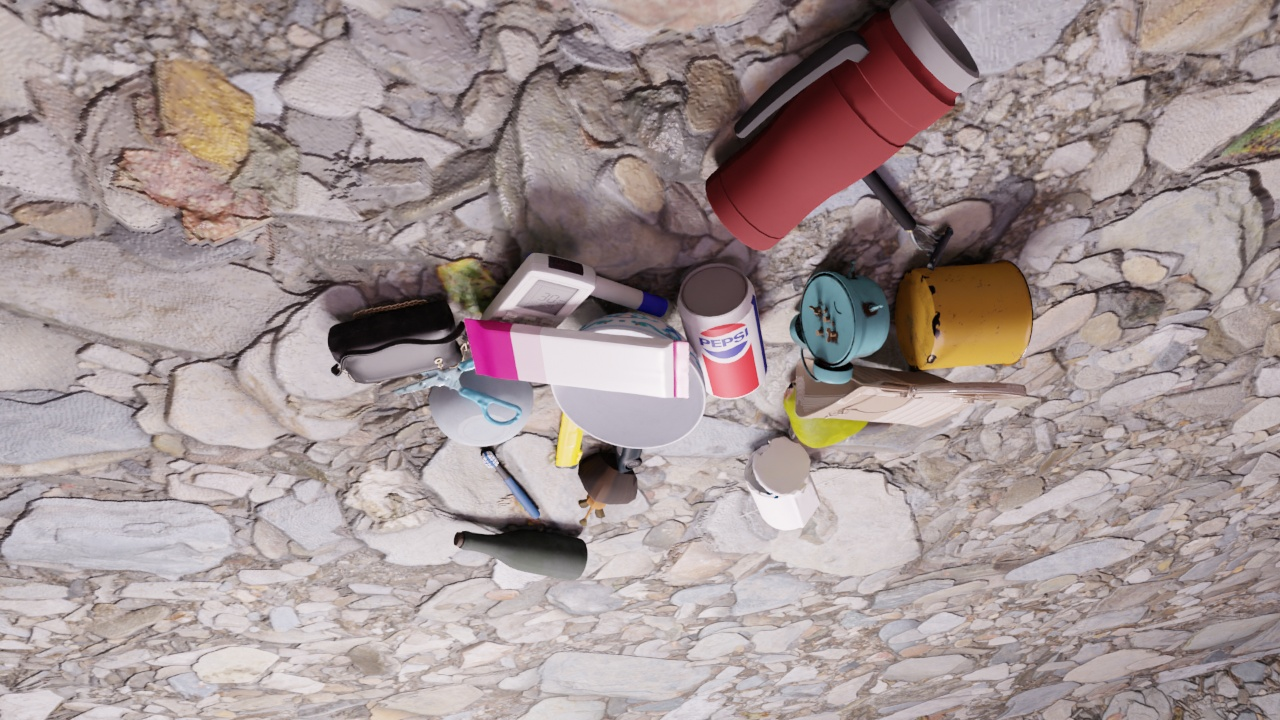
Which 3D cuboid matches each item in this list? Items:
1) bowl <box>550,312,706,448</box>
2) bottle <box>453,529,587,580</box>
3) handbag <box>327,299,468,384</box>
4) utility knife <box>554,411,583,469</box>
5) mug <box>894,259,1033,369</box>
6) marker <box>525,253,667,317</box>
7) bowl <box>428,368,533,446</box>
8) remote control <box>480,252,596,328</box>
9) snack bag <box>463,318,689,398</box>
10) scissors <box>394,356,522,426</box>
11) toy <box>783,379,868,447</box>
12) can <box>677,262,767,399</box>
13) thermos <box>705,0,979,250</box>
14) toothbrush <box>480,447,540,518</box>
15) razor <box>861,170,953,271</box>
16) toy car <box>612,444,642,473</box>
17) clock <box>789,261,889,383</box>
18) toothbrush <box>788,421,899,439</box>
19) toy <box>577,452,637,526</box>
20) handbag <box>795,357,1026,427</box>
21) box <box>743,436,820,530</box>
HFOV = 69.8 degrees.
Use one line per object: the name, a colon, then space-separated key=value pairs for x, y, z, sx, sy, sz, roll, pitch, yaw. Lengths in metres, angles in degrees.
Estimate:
bowl: x=-0.005 y=0.005 z=0.857 sx=0.144 sy=0.074 sz=0.144 roll=8 pitch=131 yaw=9
bottle: x=-0.153 y=0.238 z=1.156 sx=0.174 sy=0.055 sz=0.055 roll=17 pitch=135 yaw=-31
handbag: x=-0.215 y=-0.009 z=0.820 sx=0.128 sy=0.054 sz=0.079 roll=-12 pitch=147 yaw=-2
utility knife: x=-0.068 y=0.057 z=0.971 sx=0.030 sy=0.019 sz=0.224 roll=-7 pitch=148 yaw=-16
mug: x=0.300 y=-0.040 z=0.882 sx=0.094 sy=0.100 sz=0.124 roll=-4 pitch=171 yaw=-6
marker: x=-0.038 y=-0.066 z=0.819 sx=0.141 sy=0.020 sz=0.020 roll=16 pitch=135 yaw=-31
bowl: x=-0.159 y=0.054 z=0.925 sx=0.106 sy=0.039 sz=0.106 roll=-7 pitch=143 yaw=-6
remote control: x=-0.092 y=-0.050 z=0.794 sx=0.060 sy=0.025 sz=0.139 roll=12 pitch=152 yaw=-25
snack bag: x=-0.055 y=-0.002 z=0.801 sx=0.197 sy=0.016 sz=0.070 roll=6 pitch=136 yaw=10
scissors: x=-0.167 y=0.028 z=0.877 sx=0.141 sy=0.015 sz=0.111 roll=-15 pitch=108 yaw=8
toy: x=0.201 y=0.052 z=1.007 sx=0.090 sy=0.051 sz=0.110 roll=-29 pitch=137 yaw=18
can: x=0.078 y=-0.025 z=0.858 sx=0.070 sy=0.070 sz=0.132 roll=-15 pitch=143 yaw=4
thermos: x=0.133 y=-0.173 z=0.669 sx=0.108 sy=0.083 sz=0.199 roll=20 pitch=135 yaw=-36
toothbrush: x=-0.149 y=0.147 z=1.071 sx=0.014 sy=0.014 sz=0.168 roll=-25 pitch=142 yaw=0
razor: x=0.227 y=-0.131 z=0.803 sx=0.144 sy=0.022 sz=0.042 roll=33 pitch=83 yaw=-37
toy car: x=-0.014 y=0.079 z=0.992 sx=0.034 sy=0.046 sz=0.112 roll=-4 pitch=144 yaw=-13
clock: x=0.185 y=-0.030 z=0.867 sx=0.053 sy=0.090 sz=0.124 roll=-7 pitch=143 yaw=-23
toothbrush: x=0.265 y=0.075 z=1.080 sx=0.185 sy=0.022 sz=0.024 roll=-5 pitch=173 yaw=-11
toy: x=-0.045 y=0.152 z=1.066 sx=0.076 sy=0.062 sz=0.100 roll=31 pitch=119 yaw=4
handbag: x=0.284 y=0.030 z=0.902 sx=0.175 sy=0.062 sz=0.198 roll=6 pitch=174 yaw=-30
box: x=0.171 y=0.145 z=1.094 sx=0.080 sy=0.089 sz=0.143 roll=-48 pitch=141 yaw=-14
